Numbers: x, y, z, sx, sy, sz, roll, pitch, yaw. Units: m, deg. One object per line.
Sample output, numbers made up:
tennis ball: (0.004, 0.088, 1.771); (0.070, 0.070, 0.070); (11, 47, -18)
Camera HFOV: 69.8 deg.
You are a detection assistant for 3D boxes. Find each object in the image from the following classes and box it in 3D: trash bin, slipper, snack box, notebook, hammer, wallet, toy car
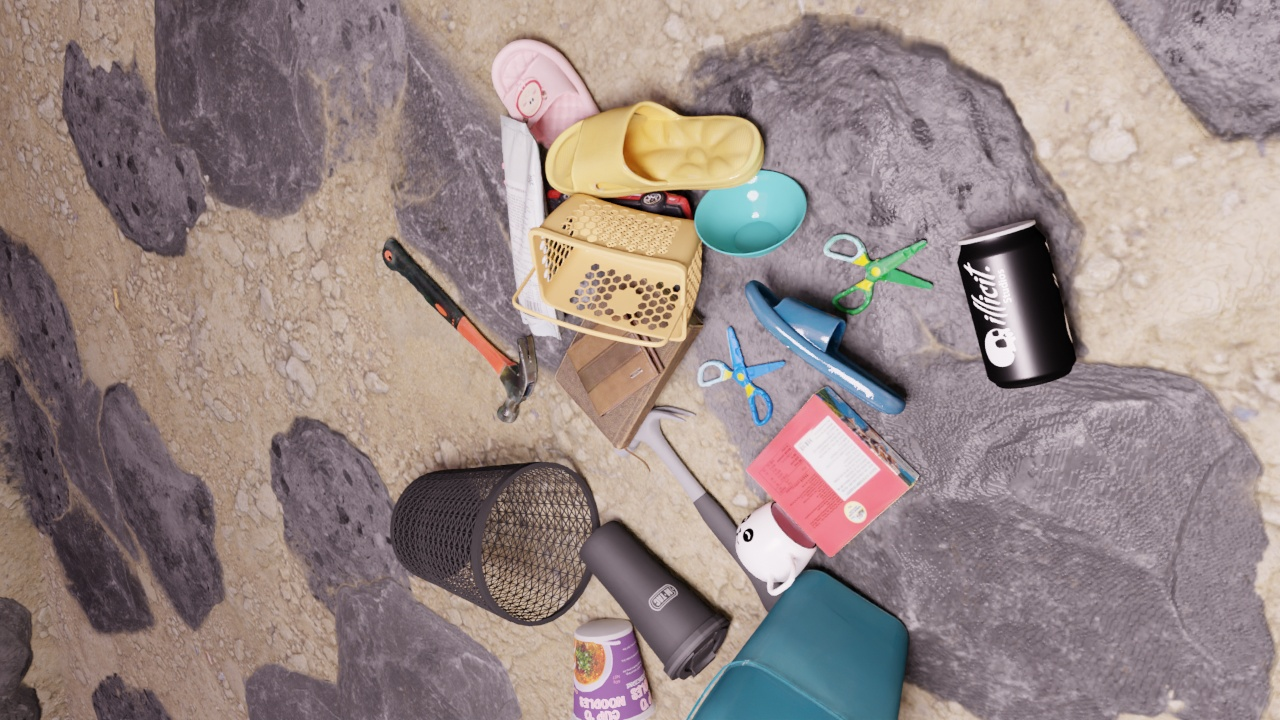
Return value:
trash bin: (-0.220, 0.246, 1.308); (0.244, 0.216, 0.217); (-1, 104, 43)
slipper: (0.202, -0.020, 0.987); (0.214, 0.103, 0.059); (40, 103, 10)
snack box: (0.216, 0.129, 1.051); (0.145, 0.040, 0.143); (46, 126, 14)
slipper: (0.005, -0.241, 1.027); (0.264, 0.078, 0.099); (5, 75, 22)
notebook: (-0.008, 0.005, 1.154); (0.190, 0.034, 0.216); (48, 124, 26)
hammer: (-0.273, -0.063, 1.351); (0.333, 0.033, 0.133); (43, 126, 18)
wallet: (-0.034, 0.001, 1.136); (0.121, 0.026, 0.098); (-36, 75, 37)
toy car: (-0.023, -0.170, 1.108); (0.190, 0.056, 0.082); (9, 140, 27)
trash bin: (0.186, 0.371, 1.023); (0.199, 0.218, 0.197); (32, 122, 12)
hammer: (0.092, 0.191, 1.169); (0.311, 0.029, 0.125); (52, 127, 10)
slipper: (-0.106, -0.306, 1.135); (0.221, 0.055, 0.107); (51, 125, 10)

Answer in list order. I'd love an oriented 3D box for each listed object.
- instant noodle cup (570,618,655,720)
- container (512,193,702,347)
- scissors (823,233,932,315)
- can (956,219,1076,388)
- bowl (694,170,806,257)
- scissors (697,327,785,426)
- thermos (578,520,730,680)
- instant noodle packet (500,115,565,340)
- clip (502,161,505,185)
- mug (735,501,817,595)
instant noodle cup: (-0.051, 0.439, 1.296); (0.122, 0.136, 0.122); (-6, 92, 46)
container: (-0.032, -0.087, 1.028); (0.183, 0.166, 0.129); (16, 141, 15)
scissors: (0.247, -0.103, 0.973); (0.130, 0.012, 0.116); (-35, 83, 39)
can: (0.354, -0.052, 0.868); (0.080, 0.080, 0.146); (-13, 97, 38)
bowl: (0.124, -0.149, 1.009); (0.121, 0.121, 0.046); (20, 155, 30)
scissors: (0.121, 0.020, 1.104); (0.130, 0.013, 0.125); (-9, 100, 35)
thermos: (0.014, 0.315, 1.224); (0.218, 0.105, 0.106); (44, 125, 23)
instant noodle packet: (-0.137, -0.168, 1.170); (0.147, 0.057, 0.269); (39, 138, 56)
clip: (-0.164, -0.253, 1.217); (0.059, 0.023, 0.050); (-31, 87, 43)
mug: (0.158, 0.227, 1.076); (0.090, 0.123, 0.076); (32, 115, -17)
